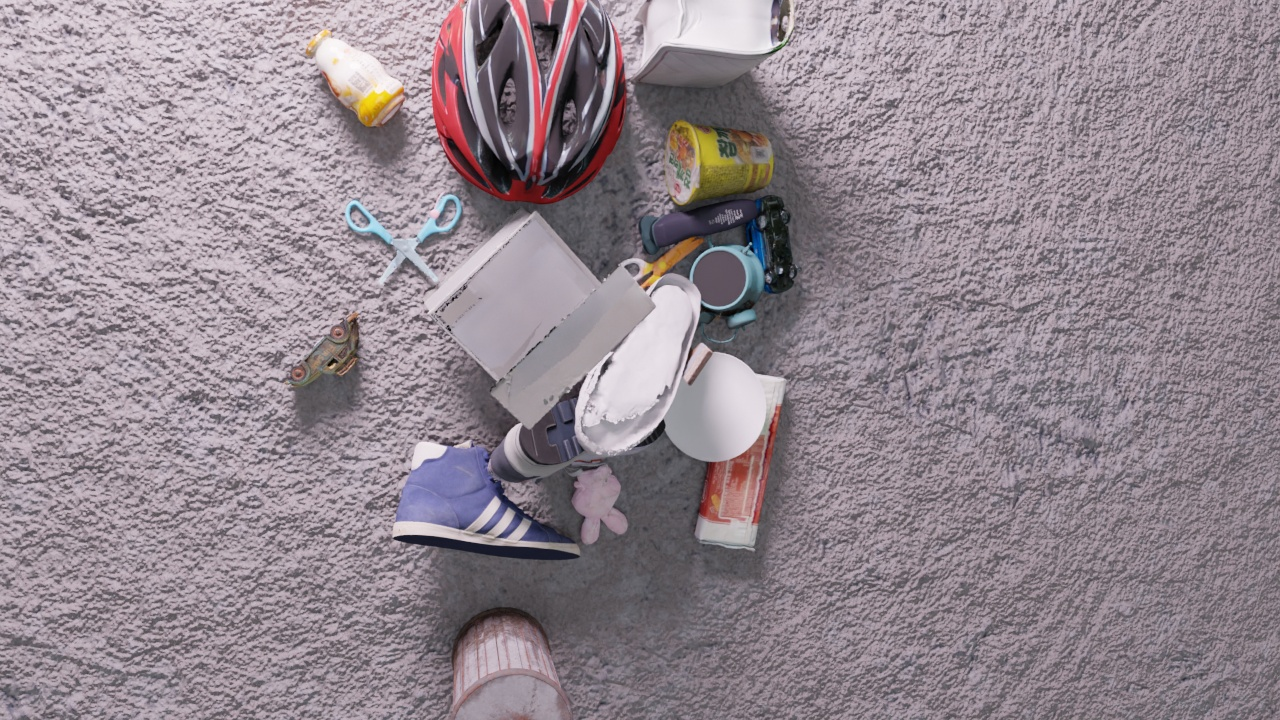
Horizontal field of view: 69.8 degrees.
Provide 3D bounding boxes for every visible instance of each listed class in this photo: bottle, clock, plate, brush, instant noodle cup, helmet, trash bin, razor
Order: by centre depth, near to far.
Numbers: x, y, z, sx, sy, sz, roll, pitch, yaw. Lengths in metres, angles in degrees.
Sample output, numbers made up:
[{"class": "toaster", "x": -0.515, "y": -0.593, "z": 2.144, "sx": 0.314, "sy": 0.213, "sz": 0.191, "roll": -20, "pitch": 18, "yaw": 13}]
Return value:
[{"class": "bottle", "x": -0.313, "y": -0.310, "z": 1.004, "sx": 0.108, "sy": 0.063, "sz": 0.063, "roll": 44, "pitch": 87, "yaw": -13}, {"class": "helmet", "x": -0.118, "y": -0.310, "z": 1.009, "sx": 0.217, "sy": 0.167, "sz": 0.272, "roll": 3, "pitch": 84, "yaw": -16}, {"class": "trash bin", "x": -0.152, "y": 0.378, "z": 1.043, "sx": 0.130, "sy": 0.211, "sz": 0.131, "roll": -1, "pitch": 97, "yaw": -12}, {"class": "brush", "x": 0.057, "y": -0.007, "z": 1.076, "sx": 0.008, "sy": 0.143, "sz": 0.045, "roll": 32, "pitch": 98, "yaw": -12}, {"class": "instant noodle cup", "x": 0.095, "y": -0.234, "z": 1.086, "sx": 0.108, "sy": 0.102, "sz": 0.102, "roll": -6, "pitch": 98, "yaw": -20}, {"class": "razor", "x": 0.069, "y": -0.165, "z": 1.095, "sx": 0.143, "sy": 0.052, "sz": 0.047, "roll": -13, "pitch": 109, "yaw": 5}, {"class": "clock", "x": 0.099, "y": -0.083, "z": 1.109, "sx": 0.090, "sy": 0.053, "sz": 0.124, "roll": 10, "pitch": 97, "yaw": 23}, {"class": "plate", "x": 0.089, "y": 0.057, "z": 1.133, "sx": 0.135, "sy": 0.011, "sz": 0.134, "roll": 0, "pitch": 91, "yaw": 18}]

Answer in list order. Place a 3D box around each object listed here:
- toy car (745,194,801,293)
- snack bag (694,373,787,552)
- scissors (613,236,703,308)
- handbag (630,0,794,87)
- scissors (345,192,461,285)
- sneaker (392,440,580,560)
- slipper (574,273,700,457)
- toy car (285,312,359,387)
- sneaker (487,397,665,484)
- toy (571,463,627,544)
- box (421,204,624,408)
[{"class": "toy car", "x": 0.159, "y": -0.142, "z": 1.129, "sx": 0.056, "sy": 0.044, "sz": 0.120, "roll": -16, "pitch": 99, "yaw": -41}, {"class": "snack bag", "x": 0.127, "y": 0.126, "z": 1.161, "sx": 0.077, "sy": 0.041, "sz": 0.225, "roll": 9, "pitch": 96, "yaw": -12}, {"class": "scissors", "x": 0.023, "y": -0.121, "z": 1.124, "sx": 0.130, "sy": 0.013, "sz": 0.070, "roll": -43, "pitch": 104, "yaw": -3}, {"class": "handbag", "x": 0.074, "y": -0.362, "z": 1.010, "sx": 0.142, "sy": 0.198, "sz": 0.096, "roll": 1, "pitch": 95, "yaw": -13}, {"class": "scissors", "x": -0.273, "y": -0.150, "z": 1.057, "sx": 0.135, "sy": 0.015, "sz": 0.135, "roll": 37, "pitch": 81, "yaw": -10}, {"class": "sneaker", "x": -0.175, "y": 0.164, "z": 1.087, "sx": 0.232, "sy": 0.092, "sz": 0.118, "roll": 14, "pitch": 65, "yaw": -31}, {"class": "slipper", "x": -0.006, "y": 0.006, "z": 1.043, "sx": 0.112, "sy": 0.075, "sz": 0.246, "roll": 24, "pitch": 57, "yaw": 5}, {"class": "toy car", "x": -0.350, "y": -0.003, "z": 1.040, "sx": 0.047, "sy": 0.047, "sz": 0.112, "roll": 44, "pitch": 87, "yaw": -8}, {"class": "sneaker", "x": -0.085, "y": 0.092, "z": 1.076, "sx": 0.239, "sy": 0.125, "sz": 0.089, "roll": -8, "pitch": 72, "yaw": -51}, {"class": "toy", "x": -0.053, "y": 0.174, "z": 1.126, "sx": 0.063, "sy": 0.047, "sz": 0.110, "roll": -18, "pitch": 118, "yaw": -18}, {"class": "box", "x": -0.164, "y": -0.079, "z": 1.196, "sx": 0.168, "sy": 0.404, "sz": 0.171, "roll": -44, "pitch": 103, "yaw": -5}]
